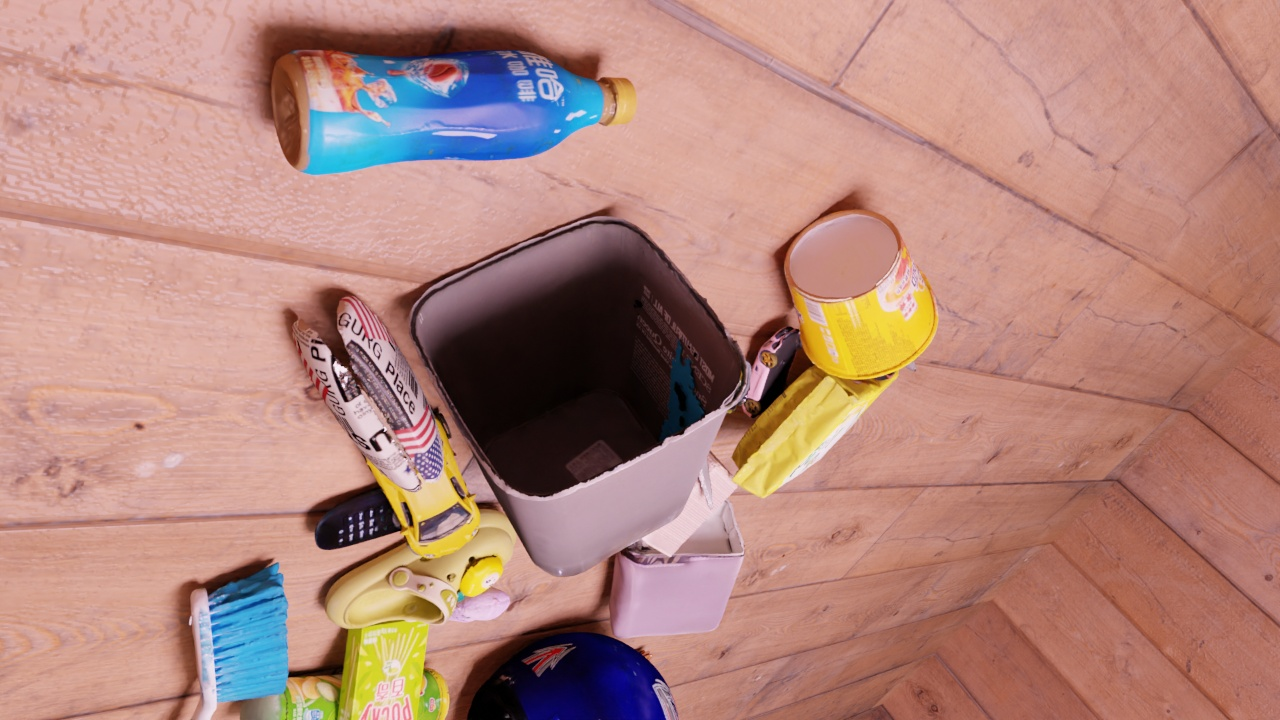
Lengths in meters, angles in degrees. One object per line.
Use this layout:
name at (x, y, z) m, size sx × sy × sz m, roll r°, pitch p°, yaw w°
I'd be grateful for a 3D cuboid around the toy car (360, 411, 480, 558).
toy car at (-0.178, 0.106, 0.765) m, size 0.071 × 0.041 × 0.156 m, roll -25°, pitch 124°, yaw -18°

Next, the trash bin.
trash bin at (-0.046, 0.044, 0.722) m, size 0.198 × 0.199 × 0.220 m, roll -27°, pitch 151°, yaw -17°

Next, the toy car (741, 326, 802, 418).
toy car at (0.137, 0.011, 0.975) m, size 0.056 × 0.037 × 0.123 m, roll -31°, pitch 148°, yaw -36°

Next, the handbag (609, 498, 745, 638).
handbag at (0.037, 0.256, 1.121) m, size 0.144 × 0.098 × 0.197 m, roll -8°, pitch 140°, yaw -14°

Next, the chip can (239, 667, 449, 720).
chip can at (-0.303, 0.360, 0.952) m, size 0.073 × 0.072 × 0.221 m, roll -49°, pitch 145°, yaw 15°

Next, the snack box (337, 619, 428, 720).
snack box at (-0.261, 0.337, 0.922) m, size 0.085 × 0.026 × 0.156 m, roll 10°, pitch 87°, yaw -52°

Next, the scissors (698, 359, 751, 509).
scissors at (0.056, 0.066, 0.910) m, size 0.159 × 0.014 × 0.181 m, roll -34°, pitch 114°, yaw -13°

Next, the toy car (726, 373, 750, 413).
toy car at (0.062, 0.037, 0.945) m, size 0.105 × 0.032 × 0.048 m, roll -17°, pitch 142°, yaw -15°

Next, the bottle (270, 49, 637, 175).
bottle at (-0.099, -0.149, 0.543) m, size 0.218 × 0.065 × 0.065 m, roll -12°, pitch 138°, yaw -33°

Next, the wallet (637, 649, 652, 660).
wallet at (-0.051, 0.483, 1.372) m, size 0.131 × 0.031 × 0.108 m, roll -15°, pitch 142°, yaw -33°

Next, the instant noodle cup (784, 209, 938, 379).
instant noodle cup at (0.203, -0.068, 0.870) m, size 0.138 × 0.138 × 0.110 m, roll -38°, pitch 138°, yaw -1°

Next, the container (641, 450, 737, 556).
container at (0.034, 0.135, 0.986) m, size 0.111 × 0.090 × 0.090 m, roll -43°, pitch 146°, yaw 1°

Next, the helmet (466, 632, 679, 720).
helmet at (-0.070, 0.496, 1.138) m, size 0.239 × 0.248 × 0.315 m, roll -5°, pitch 102°, yaw -32°

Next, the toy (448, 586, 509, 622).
toy at (-0.180, 0.247, 0.934) m, size 0.108 × 0.039 × 0.083 m, roll -11°, pitch 170°, yaw 44°

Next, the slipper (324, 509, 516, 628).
slipper at (-0.199, 0.215, 0.871) m, size 0.190 × 0.081 × 0.092 m, roll -22°, pitch 146°, yaw -18°

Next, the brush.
brush at (-0.375, 0.302, 0.824) m, size 0.109 × 0.060 × 0.315 m, roll -8°, pitch 133°, yaw -29°

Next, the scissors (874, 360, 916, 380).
scissors at (0.286, -0.027, 1.037) m, size 0.222 × 0.015 × 0.189 m, roll 64°, pitch 34°, yaw -34°

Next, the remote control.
remote control at (-0.217, 0.128, 0.798) m, size 0.136 × 0.024 × 0.053 m, roll -13°, pitch 133°, yaw -33°

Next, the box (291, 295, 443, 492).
box at (-0.177, 0.025, 0.655) m, size 0.080 × 0.075 × 0.164 m, roll -35°, pitch 131°, yaw -20°

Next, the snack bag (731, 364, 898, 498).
snack bag at (0.199, 0.061, 1.035) m, size 0.158 × 0.068 × 0.246 m, roll -51°, pitch 163°, yaw 23°
